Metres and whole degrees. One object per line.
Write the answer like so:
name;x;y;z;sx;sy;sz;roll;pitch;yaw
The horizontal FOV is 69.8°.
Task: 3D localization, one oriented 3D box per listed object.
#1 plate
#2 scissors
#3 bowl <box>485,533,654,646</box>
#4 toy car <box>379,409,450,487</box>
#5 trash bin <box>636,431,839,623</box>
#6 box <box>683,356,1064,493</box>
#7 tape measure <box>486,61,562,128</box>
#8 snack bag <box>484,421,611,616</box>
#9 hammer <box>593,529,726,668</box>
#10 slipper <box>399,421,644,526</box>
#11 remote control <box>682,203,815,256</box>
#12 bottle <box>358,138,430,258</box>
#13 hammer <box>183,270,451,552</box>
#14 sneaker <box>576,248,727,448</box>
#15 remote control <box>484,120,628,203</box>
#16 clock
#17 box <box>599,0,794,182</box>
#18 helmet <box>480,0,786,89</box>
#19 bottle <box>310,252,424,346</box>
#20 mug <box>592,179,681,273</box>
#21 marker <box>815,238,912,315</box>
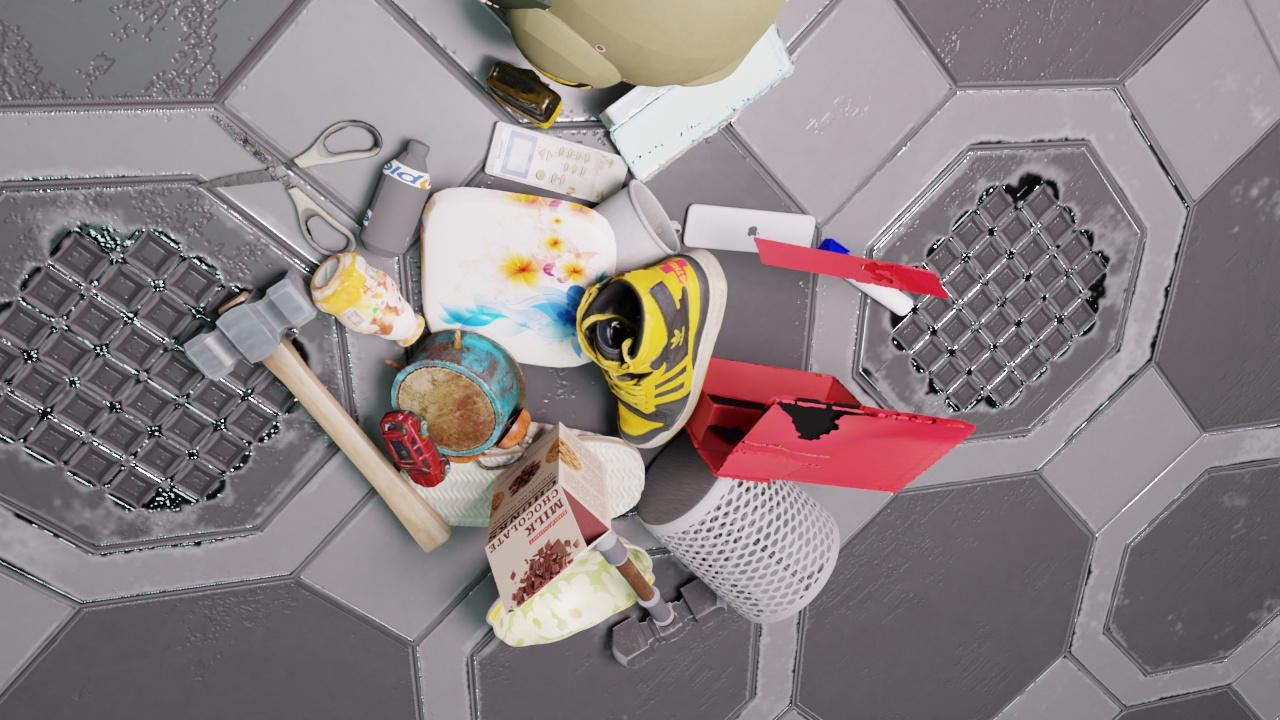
plate;-0.121;-0.071;0.881;0.187;0.016;0.187;9;126;0
scissors;-0.307;-0.169;0.836;0.157;0.012;0.170;-36;119;-1
bowl;-0.084;0.244;1.029;0.219;0.060;0.189;8;130;-44
toy car;-0.221;0.088;0.895;0.042;0.036;0.091;-4;130;22
trash bin;0.105;0.178;1.030;0.156;0.156;0.183;-45;114;5
box;0.178;0.078;0.887;0.211;0.378;0.124;9;93;-19
tape measure;-0.102;-0.243;0.837;0.065;0.064;0.037;31;94;7
snack bag;-0.087;0.152;0.870;0.094;0.206;0.070;-42;108;11
hammer;-0.001;0.248;1.013;0.156;0.043;0.322;-30;143;-3
slipper;-0.128;0.124;0.995;0.263;0.052;0.115;-3;110;-4
remote control;0.117;-0.138;0.976;0.146;0.008;0.045;3;111;-17
bottle;-0.224;-0.150;0.850;0.047;0.047;0.112;20;106;-23
hammer;-0.295;0.068;0.909;0.117;0.051;0.323;-33;114;2
sneaker;-0.005;0.005;0.891;0.121;0.086;0.239;-14;135;-39
remote control;-0.080;-0.190;0.895;0.135;0.011;0.050;12;109;-20
clock;-0.171;0.044;0.918;0.121;0.073;0.158;-20;115;25
box;0.059;-0.261;0.869;0.197;0.078;0.122;-37;136;0
helmet;0.008;-0.326;0.714;0.232;0.255;0.251;18;108;-19
bottle;-0.257;-0.054;0.874;0.063;0.063;0.109;-44;132;5
mug;-0.005;-0.123;0.909;0.071;0.113;0.084;-30;77;19
marker;0.252;-0.092;1.028;0.133;0.023;0.027;29;80;-25
